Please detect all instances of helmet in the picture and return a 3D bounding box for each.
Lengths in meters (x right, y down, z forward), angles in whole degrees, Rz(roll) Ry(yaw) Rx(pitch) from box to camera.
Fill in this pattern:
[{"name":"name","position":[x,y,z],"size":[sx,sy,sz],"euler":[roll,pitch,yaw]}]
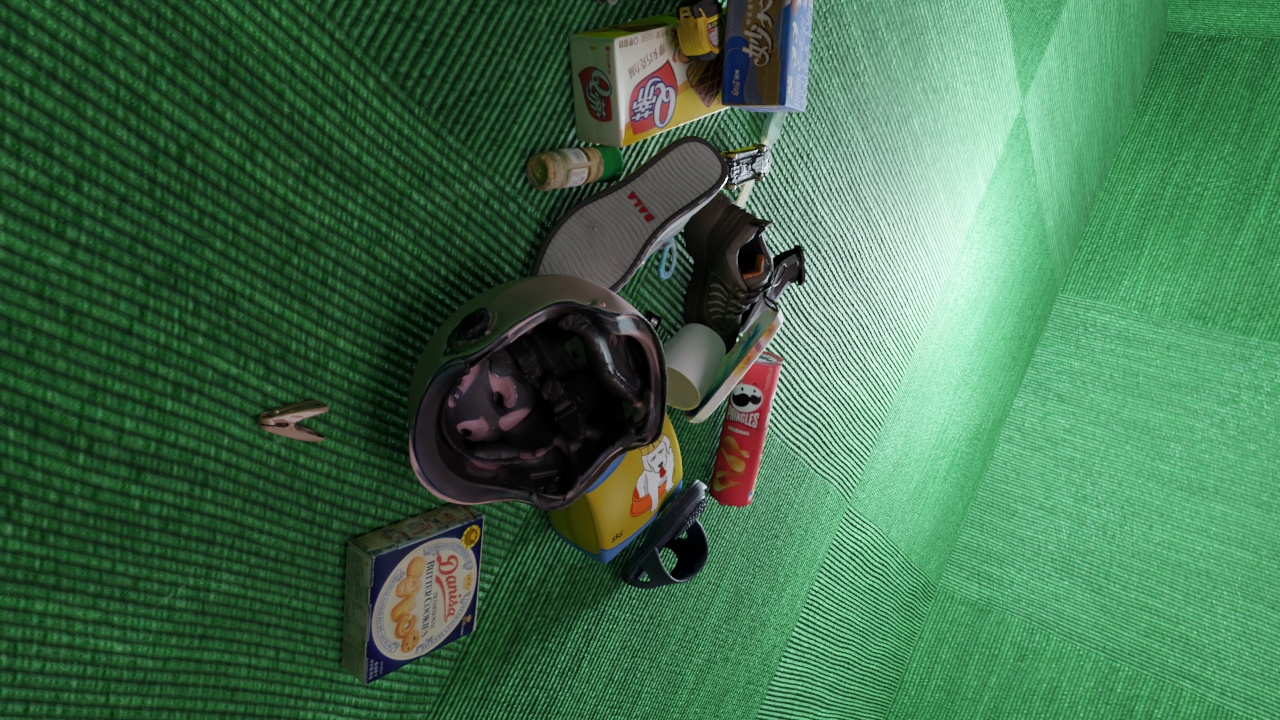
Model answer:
[{"name":"helmet","position":[-0.111,0.020,0.879],"size":[0.255,0.152,0.230],"euler":[-34,137,-3]}]

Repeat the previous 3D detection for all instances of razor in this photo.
[{"name":"razor","position":[0.182,-0.100,1.329],"size":[0.156,0.060,0.057],"euler":[-43,-177,-11]}]

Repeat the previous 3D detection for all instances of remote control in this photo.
[{"name":"remote control","position":[-0.007,0.007,1.155],"size":[0.030,0.009,0.140],"euler":[24,86,-56]}]

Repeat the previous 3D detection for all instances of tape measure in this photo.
[{"name":"tape measure","position":[0.060,-0.339,0.939],"size":[0.065,0.037,0.064],"euler":[-56,139,-45]}]

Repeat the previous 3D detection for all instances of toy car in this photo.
[{"name":"toy car","position":[0.134,-0.255,1.201],"size":[0.106,0.030,0.049],"euler":[-22,122,-39]}]

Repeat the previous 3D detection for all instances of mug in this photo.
[{"name":"mug","position":[0.058,0.014,1.202],"size":[0.087,0.081,0.114],"euler":[-54,174,-33]}]

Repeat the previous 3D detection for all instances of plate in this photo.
[{"name":"plate","position":[0.124,0.008,1.209],"size":[0.187,0.016,0.187],"euler":[-51,-178,2]}]

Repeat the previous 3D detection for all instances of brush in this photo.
[{"name":"brush","position":[0.151,-0.251,1.246],"size":[0.033,0.012,0.217],"euler":[27,85,-55]}]

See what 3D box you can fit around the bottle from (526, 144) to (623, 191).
[{"name":"bottle","position":[-0.066,-0.198,0.943],"size":[0.110,0.043,0.043],"euler":[-22,123,-47]}]

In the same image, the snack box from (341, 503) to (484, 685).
[{"name":"snack box","position":[-0.228,0.231,0.930],"size":[0.144,0.043,0.144],"euler":[-14,118,-50]}]

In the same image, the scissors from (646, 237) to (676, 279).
[{"name":"scissors","position":[0.028,-0.167,1.115],"size":[0.114,0.013,0.140],"euler":[-7,114,-56]}]

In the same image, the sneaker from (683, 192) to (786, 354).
[{"name":"sneaker","position":[0.137,-0.097,1.182],"size":[0.100,0.143,0.238],"euler":[-40,140,-37]}]

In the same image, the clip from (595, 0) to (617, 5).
[{"name":"clip","position":[-0.037,-0.378,0.893],"size":[0.023,0.049,0.078],"euler":[-59,138,-13]}]

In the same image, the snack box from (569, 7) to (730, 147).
[{"name":"snack box","position":[0.024,-0.311,0.993],"size":[0.229,0.062,0.110],"euler":[-32,130,-43]}]

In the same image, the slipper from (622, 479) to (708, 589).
[{"name":"slipper","position":[0.047,0.248,1.202],"size":[0.101,0.082,0.264],"euler":[-41,166,-33]}]

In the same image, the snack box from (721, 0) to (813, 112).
[{"name":"snack box","position":[0.145,-0.357,1.014],"size":[0.202,0.069,0.155],"euler":[-40,135,-69]}]

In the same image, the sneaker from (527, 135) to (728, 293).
[{"name":"sneaker","position":[-0.021,-0.134,1.005],"size":[0.262,0.097,0.129],"euler":[-42,177,-11]}]

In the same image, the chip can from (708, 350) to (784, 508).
[{"name":"chip can","position":[0.155,0.102,1.375],"size":[0.073,0.073,0.233],"euler":[-11,115,-52]}]

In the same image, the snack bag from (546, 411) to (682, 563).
[{"name":"snack bag","position":[-0.036,0.109,1.076],"size":[0.158,0.102,0.205],"euler":[-39,138,-34]}]

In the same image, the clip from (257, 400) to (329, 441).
[{"name":"clip","position":[-0.292,0.056,0.774],"size":[0.060,0.024,0.040],"euler":[-14,116,-39]}]
